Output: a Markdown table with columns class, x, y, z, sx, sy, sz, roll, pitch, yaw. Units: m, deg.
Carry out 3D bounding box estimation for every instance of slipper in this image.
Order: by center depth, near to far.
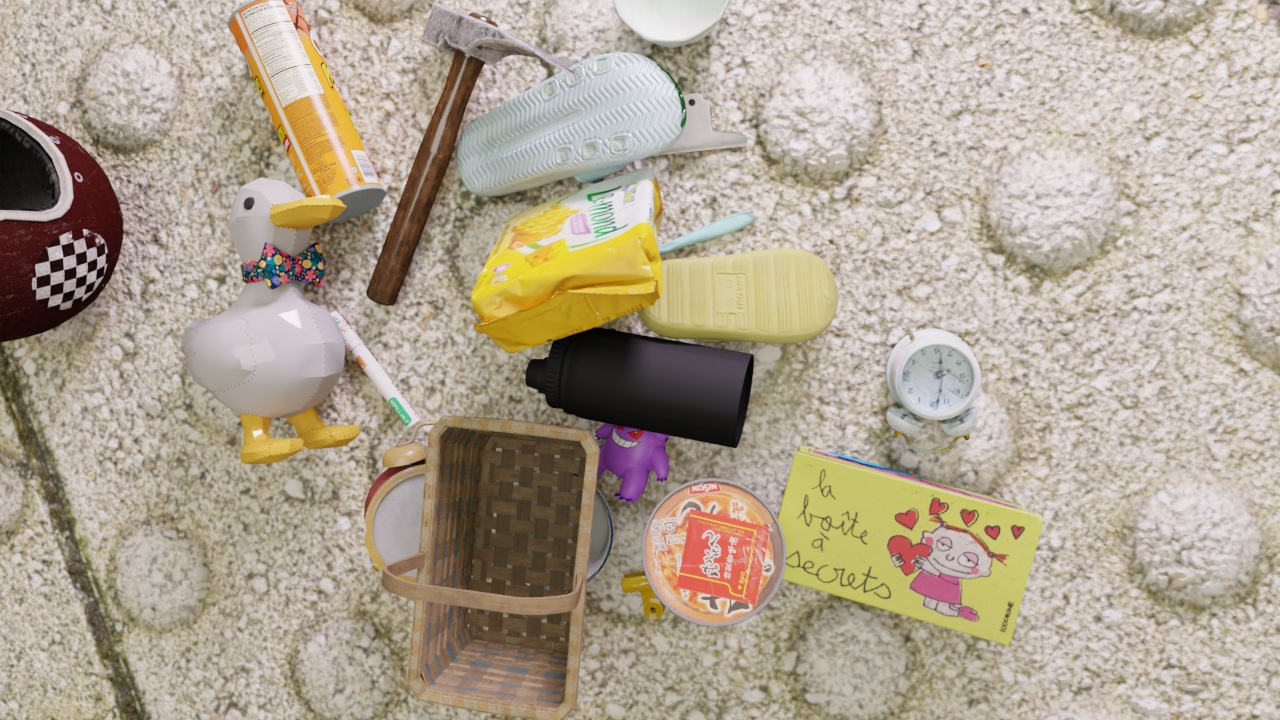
| class | x | y | z | sx | sy | sz | roll | pitch | yaw |
| --- | --- | --- | --- | --- | --- | --- | --- | --- | --- |
| slipper | 0.086 | -0.049 | 0.855 | 0.190 | 0.082 | 0.091 | -2 | 70 | -8 |
| slipper | -0.068 | -0.219 | 0.888 | 0.246 | 0.074 | 0.104 | -12 | 84 | 25 |

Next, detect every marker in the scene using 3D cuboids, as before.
| class | x | y | z | sx | sy | sz | roll | pitch | yaw |
| --- | --- | --- | --- | --- | --- | --- | --- | --- | --- |
| marker | -0.277 | 0.009 | 0.949 | 0.017 | 0.017 | 0.145 | -39 | 85 | 7 |

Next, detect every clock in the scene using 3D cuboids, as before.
| class | x | y | z | sx | sy | sz | roll | pitch | yaw |
| --- | --- | --- | --- | --- | --- | --- | --- | --- | --- |
| clock | 0.269 | 0.028 | 0.844 | 0.083 | 0.057 | 0.117 | 0 | 98 | 9 |
| clock | -0.210 | 0.137 | 0.902 | 0.117 | 0.081 | 0.159 | 13 | 91 | -20 |

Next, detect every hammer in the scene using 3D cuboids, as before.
| class | x | y | z | sx | sy | sz | roll | pitch | yaw |
| --- | --- | --- | --- | --- | --- | --- | --- | --- | --- |
| hammer | -0.184 | -0.176 | 0.881 | 0.218 | 0.037 | 0.301 | 36 | 108 | 41 |

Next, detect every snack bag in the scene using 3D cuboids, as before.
| class | x | y | z | sx | sy | sz | roll | pitch | yaw |
| --- | --- | --- | --- | --- | --- | --- | --- | --- | --- |
| snack bag | -0.055 | -0.090 | 0.813 | 0.160 | 0.246 | 0.068 | -17 | 116 | 11 |

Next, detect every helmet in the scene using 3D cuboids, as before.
| class | x | y | z | sx | sy | sz | roll | pitch | yaw |
| --- | --- | --- | --- | --- | --- | --- | --- | --- | --- |
| helmet | -0.649 | -0.135 | 0.885 | 0.233 | 0.252 | 0.234 | 17 | 118 | 14 |

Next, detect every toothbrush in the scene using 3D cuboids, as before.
| class | x | y | z | sx | sy | sz | roll | pitch | yaw |
| --- | --- | --- | --- | --- | --- | --- | --- | --- | --- |
| toothbrush | 0.029 | -0.112 | 0.900 | 0.181 | 0.016 | 0.016 | -20 | 87 | 8 |

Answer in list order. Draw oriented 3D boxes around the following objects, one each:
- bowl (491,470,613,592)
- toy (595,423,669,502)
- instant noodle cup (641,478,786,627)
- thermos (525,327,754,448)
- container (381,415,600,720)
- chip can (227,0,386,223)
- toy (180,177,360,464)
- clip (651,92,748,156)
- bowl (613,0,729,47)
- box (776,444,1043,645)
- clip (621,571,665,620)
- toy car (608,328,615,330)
| class | x | y | z | sx | sy | sz | roll | pitch | yaw |
| --- | --- | --- | --- | --- | --- | --- | --- | --- | --- |
| bowl | -0.080 | 0.161 | 0.897 | 0.118 | 0.062 | 0.118 | 0 | 91 | 8 |
| toy | -0.004 | 0.084 | 0.887 | 0.106 | 0.055 | 0.088 | 30 | 99 | 42 |
| instant noodle cup | 0.058 | 0.177 | 0.834 | 0.123 | 0.122 | 0.123 | 1 | 75 | -4 |
| thermos | -0.002 | 0.019 | 0.841 | 0.199 | 0.086 | 0.086 | 10 | 92 | 13 |
| container | -0.118 | 0.175 | 0.776 | 0.157 | 0.186 | 0.250 | 6 | 92 | 8 |
| chip can | -0.336 | -0.252 | 0.925 | 0.075 | 0.075 | 0.215 | -25 | 87 | 8 |
| toy | -0.365 | -0.036 | 0.896 | 0.247 | 0.140 | 0.267 | -13 | 90 | 30 |
| clip | 0.053 | -0.231 | 0.896 | 0.102 | 0.046 | 0.056 | -4 | 95 | 8 |
| bowl | 0.033 | -0.351 | 0.872 | 0.117 | 0.061 | 0.117 | 0 | 91 | 9 |
| box | 0.233 | 0.163 | 0.839 | 0.221 | 0.082 | 0.124 | 17 | 94 | 7 |
| clip | 0.011 | 0.229 | 0.908 | 0.054 | 0.044 | 0.049 | -12 | 125 | 8 |
| toy car | -0.005 | 0.005 | 0.900 | 0.090 | 0.027 | 0.039 | 37 | 101 | 9 |
